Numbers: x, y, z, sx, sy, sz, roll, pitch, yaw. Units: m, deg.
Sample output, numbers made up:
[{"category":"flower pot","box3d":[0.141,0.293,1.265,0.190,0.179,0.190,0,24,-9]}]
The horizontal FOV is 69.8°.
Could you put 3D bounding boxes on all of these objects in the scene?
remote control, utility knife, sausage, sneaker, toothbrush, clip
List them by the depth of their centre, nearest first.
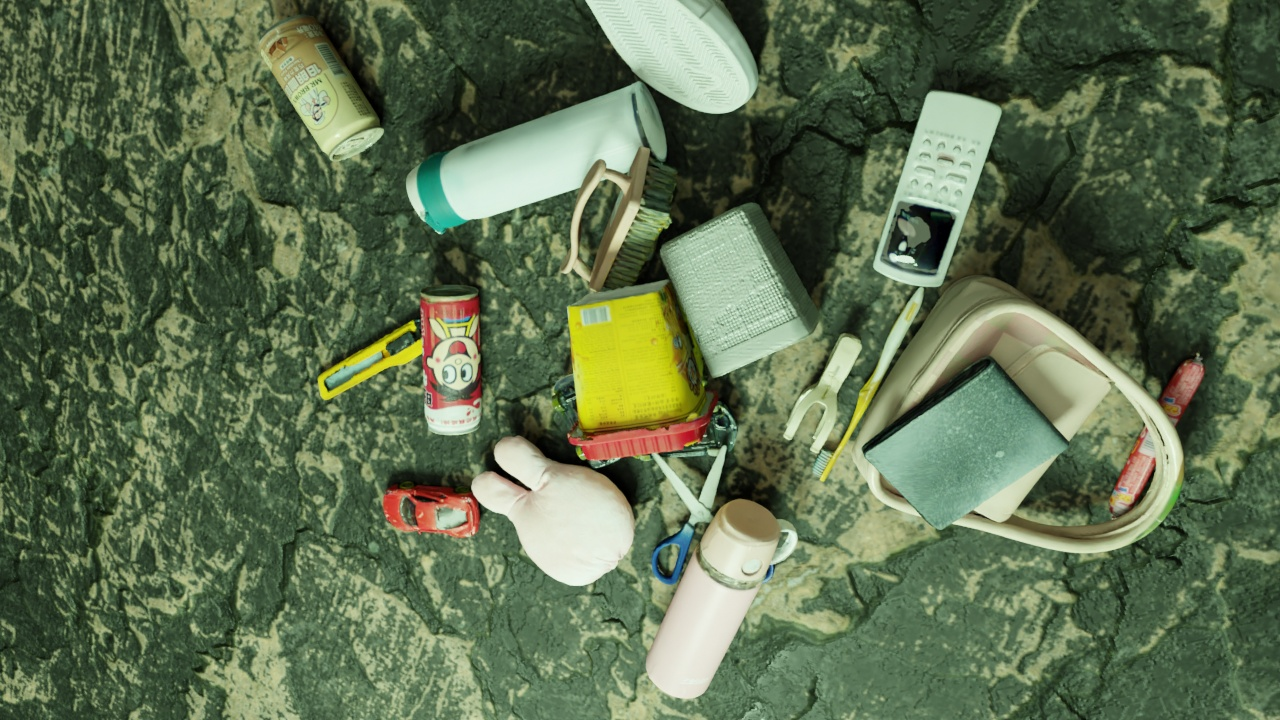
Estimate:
[{"category":"sneaker","box3d":[0.009,-0.301,0.711,0.242,0.090,0.090,45,143,-20]},{"category":"remote control","box3d":[0.231,-0.133,0.719,0.058,0.021,0.150,17,109,11]},{"category":"sausage","box3d":[0.407,0.064,0.728,0.020,0.020,0.156,20,110,9]},{"category":"clip","box3d":[0.153,0.032,0.764,0.035,0.083,0.105,28,122,6]},{"category":"toothbrush","box3d":[0.192,0.022,0.779,0.018,0.016,0.192,29,112,15]},{"category":"utility knife","box3d":[-0.259,0.000,0.897,0.154,0.015,0.033,-27,94,21]}]

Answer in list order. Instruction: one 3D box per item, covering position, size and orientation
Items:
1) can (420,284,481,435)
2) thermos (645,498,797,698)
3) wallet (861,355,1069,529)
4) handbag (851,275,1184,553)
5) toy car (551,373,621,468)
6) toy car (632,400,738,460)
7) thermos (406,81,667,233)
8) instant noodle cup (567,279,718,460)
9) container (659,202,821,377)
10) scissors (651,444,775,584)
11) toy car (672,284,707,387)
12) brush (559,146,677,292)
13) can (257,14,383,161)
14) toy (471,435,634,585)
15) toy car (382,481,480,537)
[{"category":"can","box3d":[-0.176,-0.001,0.854,0.053,0.053,0.133,6,107,14]},{"category":"thermos","box3d":[0.074,0.216,0.831,0.087,0.067,0.199,6,121,-26]},{"category":"wallet","box3d":[0.242,0.066,0.688,0.121,0.019,0.097,-40,105,20]},{"category":"handbag","box3d":[0.307,0.062,0.725,0.234,0.093,0.194,30,112,1]},{"category":"toy car","box3d":[-0.047,0.053,0.843,0.042,0.035,0.090,-24,98,19]},{"category":"toy car","box3d":[0.036,0.062,0.824,0.106,0.031,0.049,-5,107,15]},{"category":"thermos","box3d":[-0.093,-0.170,0.777,0.225,0.073,0.073,-14,101,19]},{"category":"instant noodle cup","box3d":[-0.004,0.004,0.746,0.116,0.116,0.124,-9,100,13]},{"category":"container","box3d":[0.079,-0.061,0.747,0.090,0.090,0.114,-25,95,20]},{"category":"scissors","box3d":[0.058,0.151,0.841,0.162,0.012,0.175,33,120,-4]},{"category":"toy car","box3d":[0.028,-0.015,0.805,0.048,0.032,0.105,-9,104,17]},{"category":"brush","box3d":[-0.023,-0.107,0.754,0.073,0.063,0.146,15,148,-11]},{"category":"can","box3d":[-0.282,-0.240,0.812,0.059,0.058,0.116,-29,96,21]},{"category":"toy","box3d":[-0.082,0.140,0.868,0.159,0.054,0.121,39,113,4]},{"category":"toy car","box3d":[-0.212,0.151,0.921,0.106,0.031,0.049,4,105,17]}]
